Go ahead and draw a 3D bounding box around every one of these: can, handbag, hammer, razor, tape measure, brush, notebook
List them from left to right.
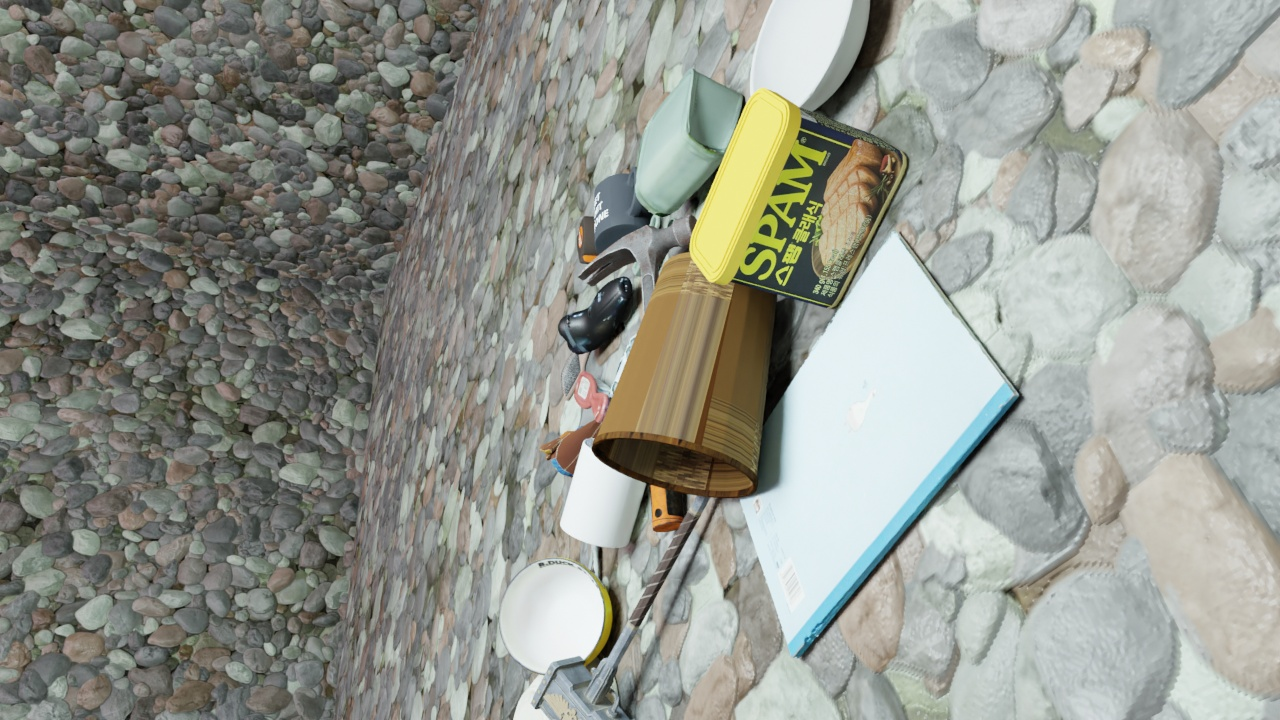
[{"bbox_3d":[-0.079,-0.008,1.199,0.049,0.015,0.136,-101,32,-44],"label":"brush"},{"bbox_3d":[-0.061,-0.162,1.218,0.058,0.038,0.059,-103,20,-48],"label":"tape measure"},{"bbox_3d":[-0.053,-0.057,1.100,0.141,0.063,0.053,133,143,-53],"label":"razor"},{"bbox_3d":[-0.047,0.044,1.050,0.172,0.030,0.041,-147,72,-75],"label":"brush"},{"bbox_3d":[0.005,0.013,0.908,0.138,0.035,0.313,-16,64,27],"label":"hammer"},{"bbox_3d":[0.005,0.215,0.823,0.098,0.044,0.322,38,109,36],"label":"hammer"},{"bbox_3d":[0.048,-0.220,0.940,0.122,0.067,0.106,-40,34,56],"label":"handbag"},{"bbox_3d":[0.114,-0.115,0.676,0.075,0.104,0.135,-116,44,-57],"label":"can"},{"bbox_3d":[0.142,0.059,0.639,0.180,0.009,0.254,-104,34,-50],"label":"notebook"}]

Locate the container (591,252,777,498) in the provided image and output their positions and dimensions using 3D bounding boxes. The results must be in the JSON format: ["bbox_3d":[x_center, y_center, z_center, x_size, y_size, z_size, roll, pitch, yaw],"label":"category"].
[{"bbox_3d":[0.046,0.010,0.742,0.132,0.132,0.167,-30,41,61],"label":"container"}]

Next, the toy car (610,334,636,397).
[{"bbox_3d":[-0.006,0.006,0.978,0.027,0.038,0.090,40,117,42],"label":"toy car"}]

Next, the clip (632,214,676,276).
[{"bbox_3d":[0.016,-0.127,1.022,0.023,0.042,0.076,-113,40,-53],"label":"clip"}]

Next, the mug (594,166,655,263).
[{"bbox_3d":[-0.013,-0.173,1.050,0.105,0.071,0.077,116,156,-54],"label":"mug"}]

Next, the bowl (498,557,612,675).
[{"bbox_3d":[-0.081,0.267,0.955,0.067,0.117,0.117,46,-133,-64],"label":"bowl"}]

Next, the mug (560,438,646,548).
[{"bbox_3d":[-0.041,0.131,0.955,0.110,0.073,0.090,-145,70,-67],"label":"mug"}]

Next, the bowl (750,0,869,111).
[{"bbox_3d":[0.147,-0.266,0.761,0.150,0.043,0.149,-168,90,-68],"label":"bowl"}]

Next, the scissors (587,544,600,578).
[{"bbox_3d":[-0.043,0.187,1.010,0.158,0.014,0.141,-57,36,30],"label":"scissors"}]

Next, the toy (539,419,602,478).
[{"bbox_3d":[-0.070,0.092,1.102,0.103,0.070,0.090,-52,12,3],"label":"toy"}]

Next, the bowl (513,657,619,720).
[{"bbox_3d":[-0.091,0.397,0.950,0.188,0.060,0.220,-102,32,-46],"label":"bowl"}]
